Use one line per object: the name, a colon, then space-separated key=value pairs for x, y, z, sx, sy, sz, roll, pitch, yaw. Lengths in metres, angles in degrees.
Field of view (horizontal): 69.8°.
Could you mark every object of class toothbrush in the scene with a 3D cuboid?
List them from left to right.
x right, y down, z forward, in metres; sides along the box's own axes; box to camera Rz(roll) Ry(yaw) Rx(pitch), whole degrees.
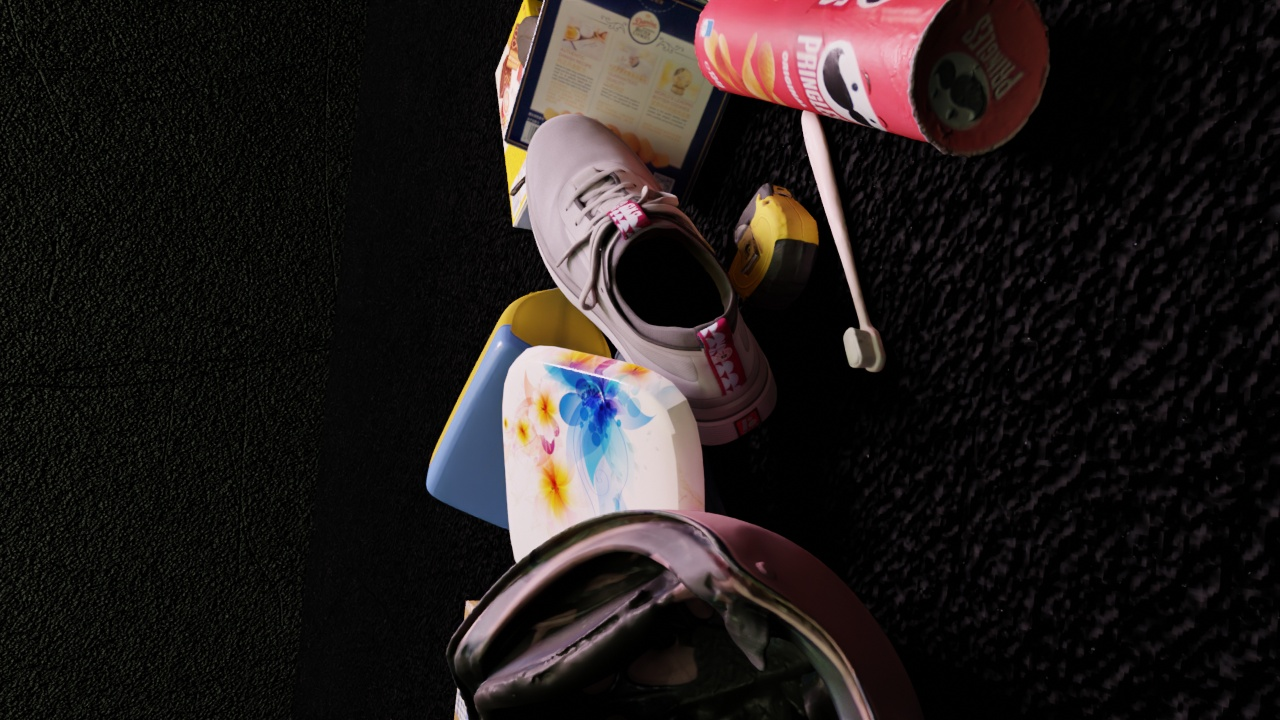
toothbrush: x=0.110 y=-0.075 z=0.522 sx=0.016 sy=0.018 sz=0.181 roll=-46 pitch=44 yaw=51

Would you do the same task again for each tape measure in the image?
tape measure: x=0.078 y=-0.066 z=0.562 sx=0.066 sy=0.037 sz=0.064 roll=-59 pitch=34 yaw=41

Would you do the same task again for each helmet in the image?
helmet: x=0.034 y=0.197 z=0.435 sx=0.231 sy=0.152 sz=0.255 roll=-34 pitch=68 yaw=26

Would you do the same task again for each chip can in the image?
chip can: x=0.105 y=-0.166 z=0.492 sx=0.233 sy=0.073 sz=0.073 roll=-134 pitch=55 yaw=-59

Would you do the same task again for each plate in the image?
plate: x=-0.033 y=0.089 z=0.576 sx=0.187 sy=0.016 sz=0.187 roll=12 pitch=109 yaw=47

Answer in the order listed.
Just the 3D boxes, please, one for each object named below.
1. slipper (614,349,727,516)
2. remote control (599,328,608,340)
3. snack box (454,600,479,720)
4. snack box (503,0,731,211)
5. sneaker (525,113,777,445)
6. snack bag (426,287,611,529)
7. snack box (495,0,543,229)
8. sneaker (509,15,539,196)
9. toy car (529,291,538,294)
slipper: x=0.003 y=0.094 z=0.604 sx=0.101 sy=0.082 sz=0.263 roll=100 pitch=156 yaw=-47
remote control: x=-0.037 y=-0.027 z=0.824 sx=0.140 sy=0.009 sz=0.030 roll=-51 pitch=40 yaw=48
snack box: x=-0.105 y=0.311 z=0.815 sx=0.203 sy=0.069 sz=0.155 roll=-1 pitch=83 yaw=64
snack box: x=-0.009 y=-0.199 z=0.654 sx=0.042 sy=0.144 sz=0.145 roll=-72 pitch=5 yaw=-60
sneaker: x=-0.008 y=-0.075 z=0.566 sx=0.263 sy=0.096 sz=0.129 roll=58 pitch=174 yaw=26
snack bag: x=-0.099 y=0.025 z=0.800 sx=0.159 sy=0.102 sz=0.205 roll=-60 pitch=12 yaw=20
snack box: x=-0.097 y=-0.252 z=0.942 sx=0.110 sy=0.061 sz=0.230 roll=-52 pitch=39 yaw=47
sneaker: x=-0.054 y=-0.204 z=0.802 sx=0.238 sy=0.101 sz=0.143 roll=52 pitch=124 yaw=48
toy car: x=-0.100 y=-0.026 z=0.932 sx=0.049 sy=0.030 sz=0.106 roll=-61 pitch=35 yaw=36
